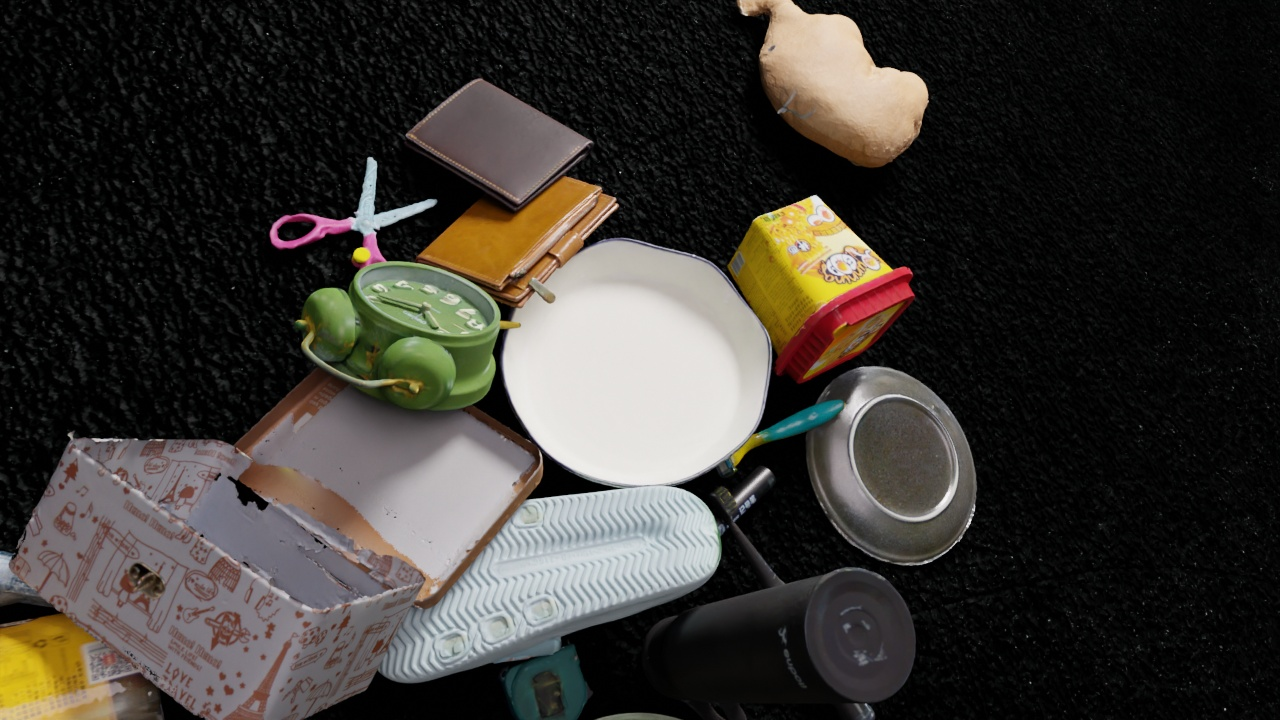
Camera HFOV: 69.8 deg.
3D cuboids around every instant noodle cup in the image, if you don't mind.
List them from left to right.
[{"bbox_3d":[-0.324,0.190,0.492,0.114,0.119,0.118,-10,75,-33],"label":"instant noodle cup"},{"bbox_3d":[0.147,-0.065,0.785,0.116,0.116,0.123,-24,69,-27],"label":"instant noodle cup"}]

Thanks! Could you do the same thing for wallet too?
[{"bbox_3d":[-0.115,-0.177,0.742,0.122,0.020,0.096,32,61,18],"label":"wallet"},{"bbox_3d":[-0.091,-0.099,0.711,0.119,0.035,0.130,23,56,27],"label":"wallet"}]

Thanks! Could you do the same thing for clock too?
[{"bbox_3d":[-0.158,-0.015,0.617,0.116,0.056,0.160,27,26,11],"label":"clock"}]

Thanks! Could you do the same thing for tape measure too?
[{"bbox_3d":[-0.064,0.227,0.631,0.058,0.025,0.054,-15,76,-25],"label":"tape measure"}]

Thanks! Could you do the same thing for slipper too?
[{"bbox_3d":[-0.065,0.149,0.629,0.245,0.074,0.104,-13,61,-9],"label":"slipper"}]

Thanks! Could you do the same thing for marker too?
[{"bbox_3d":[0.058,0.128,0.722,0.022,0.020,0.131,36,58,28],"label":"marker"}]

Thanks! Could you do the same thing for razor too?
[{"bbox_3d":[0.115,0.058,0.765,0.132,0.028,0.043,-19,72,-22],"label":"razor"}]

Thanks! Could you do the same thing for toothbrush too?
[{"bbox_3d":[0.113,0.190,0.707,0.027,0.026,0.212,-31,89,-35],"label":"toothbrush"}]

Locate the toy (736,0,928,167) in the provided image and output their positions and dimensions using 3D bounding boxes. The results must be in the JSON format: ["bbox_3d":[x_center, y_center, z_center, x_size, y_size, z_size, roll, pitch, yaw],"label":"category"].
[{"bbox_3d":[0.177,-0.282,0.896,0.226,0.083,0.143,40,56,0],"label":"toy"}]

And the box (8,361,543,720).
[{"bbox_3d":[-0.201,0.096,0.559,0.179,0.133,0.270,30,31,15],"label":"box"}]

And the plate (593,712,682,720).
[{"bbox_3d":[-0.001,0.351,0.595,0.230,0.028,0.229,7,62,-14],"label":"plate"}]

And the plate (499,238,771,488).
[{"bbox_3d":[-0.004,0.004,0.708,0.205,0.046,0.204,3,66,-6],"label":"plate"}]

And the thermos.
[{"bbox_3d":[0.078,0.190,0.577,0.068,0.243,0.090,-27,81,-28],"label":"thermos"}]

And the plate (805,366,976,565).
[{"bbox_3d":[0.226,0.087,0.803,0.179,0.024,0.179,8,67,-19],"label":"plate"}]

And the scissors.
[{"bbox_3d":[-0.219,-0.102,0.700,0.131,0.017,0.133,5,64,-18],"label":"scissors"}]

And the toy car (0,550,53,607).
[{"bbox_3d":[-0.370,0.126,0.529,0.120,0.054,0.036,15,63,-17],"label":"toy car"}]
